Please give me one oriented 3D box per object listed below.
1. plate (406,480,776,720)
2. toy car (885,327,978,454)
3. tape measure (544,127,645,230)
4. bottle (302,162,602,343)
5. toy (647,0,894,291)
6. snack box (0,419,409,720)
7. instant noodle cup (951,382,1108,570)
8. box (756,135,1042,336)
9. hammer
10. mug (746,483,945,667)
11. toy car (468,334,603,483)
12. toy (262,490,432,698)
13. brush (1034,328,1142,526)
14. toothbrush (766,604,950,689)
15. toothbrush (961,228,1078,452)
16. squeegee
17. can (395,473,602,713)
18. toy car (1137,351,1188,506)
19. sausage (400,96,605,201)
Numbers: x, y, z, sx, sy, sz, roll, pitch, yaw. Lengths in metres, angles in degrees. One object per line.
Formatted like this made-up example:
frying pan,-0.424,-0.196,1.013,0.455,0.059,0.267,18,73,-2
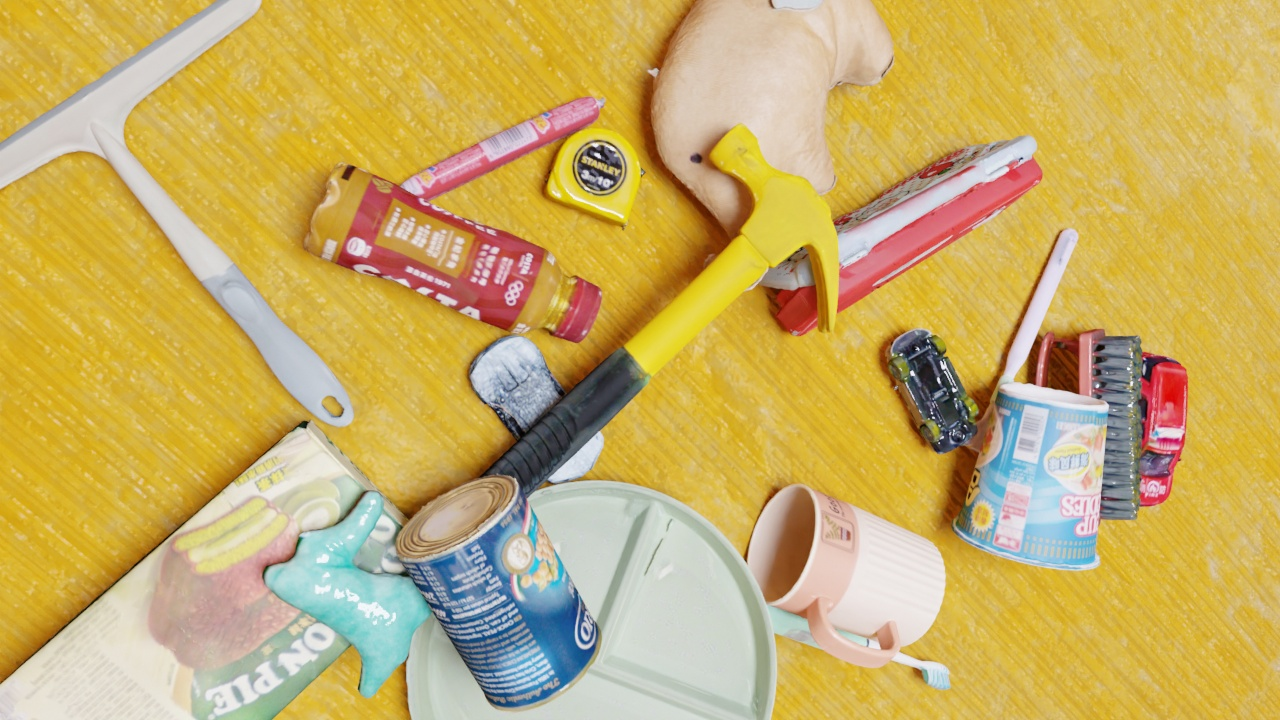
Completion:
plate,-0.029,0.191,0.579,0.230,0.027,0.230,0,82,-4
toy car,0.206,0.021,0.659,0.042,0.035,0.090,-29,96,-15
tape measure,-0.029,-0.120,0.596,0.060,0.029,0.057,19,87,-15
bottle,-0.109,-0.059,0.557,0.175,0.057,0.057,22,85,-19
toy,0.071,-0.157,0.596,0.143,0.082,0.226,25,87,-2
snack box,-0.244,0.154,0.524,0.239,0.063,0.114,-44,101,-11
instant noodle cup,0.275,0.076,0.636,0.099,0.099,0.110,5,99,-15
box,0.174,-0.097,0.623,0.201,0.091,0.068,-30,82,-13
hammer,-0.003,0.003,0.552,0.301,0.033,0.129,-43,92,2
mug,0.138,0.148,0.605,0.106,0.114,0.082,23,123,-17
toy car,-0.065,0.033,0.587,0.049,0.031,0.105,-39,102,-10
toy,-0.155,0.123,0.500,0.092,0.030,0.096,37,76,-18
brush,0.330,0.050,0.678,0.063,0.069,0.146,-8,97,-54
toothbrush,0.125,0.189,0.644,0.224,0.027,0.027,23,42,-15
toothbrush,0.287,-0.017,0.690,0.029,0.021,0.189,30,82,-12
squeegee,-0.250,-0.056,0.531,0.246,0.039,0.246,-39,101,-11
can,-0.078,0.127,0.511,0.075,0.075,0.111,-30,110,-13
toy car,0.389,0.054,0.705,0.053,0.045,0.120,5,92,-14
sausage,-0.090,-0.134,0.584,0.155,0.020,0.020,-28,98,-12
